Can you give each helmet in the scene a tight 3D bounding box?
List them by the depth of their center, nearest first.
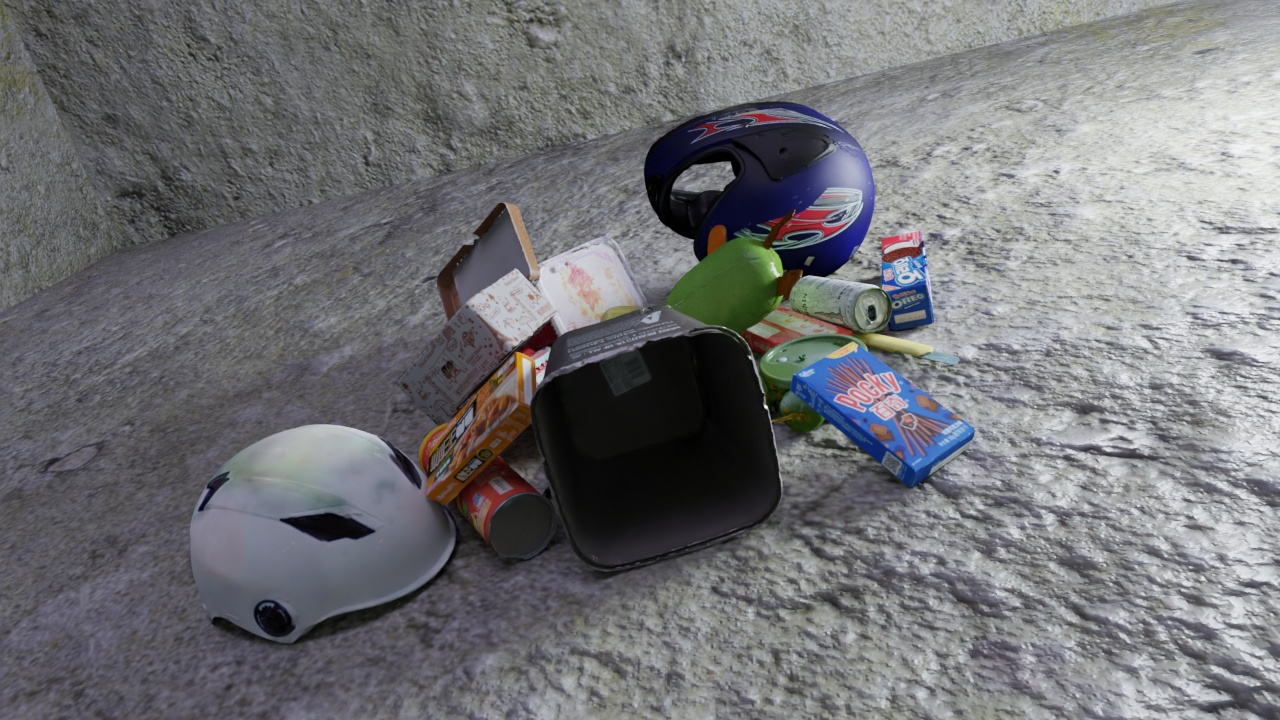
[{"bbox_3d":[-0.321,0.144,0.900,0.259,0.146,0.228,-3,26,25],"label":"helmet"},{"bbox_3d":[0.175,-0.217,1.305,0.315,0.248,0.240,-9,58,-2],"label":"helmet"}]

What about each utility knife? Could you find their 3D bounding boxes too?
[{"bbox_3d":[0.295,-0.019,1.067,0.030,0.020,0.195,-26,18,-23],"label":"utility knife"}]

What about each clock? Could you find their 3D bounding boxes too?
[{"bbox_3d":[0.177,0.026,0.988,0.161,0.056,0.116,-26,25,-26],"label":"clock"}]

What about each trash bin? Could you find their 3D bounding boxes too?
[{"bbox_3d":[0.003,0.051,0.879,0.199,0.199,0.219,-16,17,-3],"label":"trash bin"}]

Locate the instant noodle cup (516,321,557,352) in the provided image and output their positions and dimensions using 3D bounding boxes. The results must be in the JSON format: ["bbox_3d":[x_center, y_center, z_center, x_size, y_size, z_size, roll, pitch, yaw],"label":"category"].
[{"bbox_3d":[-0.142,-0.061,1.330,0.194,0.066,0.193,-23,10,4],"label":"instant noodle cup"}]

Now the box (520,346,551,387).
[{"bbox_3d":[-0.122,0.044,1.081,0.101,0.095,0.201,30,10,-1],"label":"box"}]

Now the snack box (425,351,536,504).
[{"bbox_3d":[-0.152,0.066,0.878,0.154,0.026,0.075,-44,34,28],"label":"snack box"}]

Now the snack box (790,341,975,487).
[{"bbox_3d":[0.228,0.047,0.875,0.084,0.026,0.157,-27,49,-27],"label":"snack box"}]

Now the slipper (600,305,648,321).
[{"bbox_3d":[-0.007,0.007,1.120,0.091,0.082,0.190,0,38,-8],"label":"slipper"}]

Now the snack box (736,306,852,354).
[{"bbox_3d":[0.189,-0.029,1.147,0.075,0.025,0.153,-23,24,-20],"label":"snack box"}]

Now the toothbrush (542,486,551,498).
[{"bbox_3d":[-0.074,0.100,1.024,0.016,0.014,0.189,-6,25,22],"label":"toothbrush"}]

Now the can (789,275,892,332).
[{"bbox_3d":[0.247,-0.071,1.146,0.058,0.058,0.147,-22,17,-17],"label":"can"}]

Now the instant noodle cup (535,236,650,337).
[{"bbox_3d":[-0.063,-0.063,1.222,0.137,0.173,0.060,-27,4,-28],"label":"instant noodle cup"}]

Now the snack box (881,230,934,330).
[{"bbox_3d":[0.347,-0.107,1.192,0.058,0.057,0.207,-10,24,19],"label":"snack box"}]

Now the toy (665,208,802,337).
[{"bbox_3d":[0.111,-0.085,1.160,0.247,0.090,0.226,-31,47,38],"label":"toy"}]

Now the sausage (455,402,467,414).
[{"bbox_3d":[-0.227,0.061,1.193,0.165,0.021,0.021,6,31,40],"label":"sausage"}]

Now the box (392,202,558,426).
[{"bbox_3d":[-0.199,-0.058,1.158,0.180,0.130,0.271,-42,31,32],"label":"box"}]

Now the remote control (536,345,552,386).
[{"bbox_3d":[-0.119,0.006,1.257,0.056,0.019,0.134,-3,26,25],"label":"remote control"}]

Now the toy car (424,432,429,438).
[{"bbox_3d":[-0.219,0.095,1.096,0.054,0.037,0.121,-28,16,-24],"label":"toy car"}]

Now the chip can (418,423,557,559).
[{"bbox_3d":[-0.161,0.128,0.937,0.073,0.073,0.217,-25,25,-23],"label":"chip can"}]
